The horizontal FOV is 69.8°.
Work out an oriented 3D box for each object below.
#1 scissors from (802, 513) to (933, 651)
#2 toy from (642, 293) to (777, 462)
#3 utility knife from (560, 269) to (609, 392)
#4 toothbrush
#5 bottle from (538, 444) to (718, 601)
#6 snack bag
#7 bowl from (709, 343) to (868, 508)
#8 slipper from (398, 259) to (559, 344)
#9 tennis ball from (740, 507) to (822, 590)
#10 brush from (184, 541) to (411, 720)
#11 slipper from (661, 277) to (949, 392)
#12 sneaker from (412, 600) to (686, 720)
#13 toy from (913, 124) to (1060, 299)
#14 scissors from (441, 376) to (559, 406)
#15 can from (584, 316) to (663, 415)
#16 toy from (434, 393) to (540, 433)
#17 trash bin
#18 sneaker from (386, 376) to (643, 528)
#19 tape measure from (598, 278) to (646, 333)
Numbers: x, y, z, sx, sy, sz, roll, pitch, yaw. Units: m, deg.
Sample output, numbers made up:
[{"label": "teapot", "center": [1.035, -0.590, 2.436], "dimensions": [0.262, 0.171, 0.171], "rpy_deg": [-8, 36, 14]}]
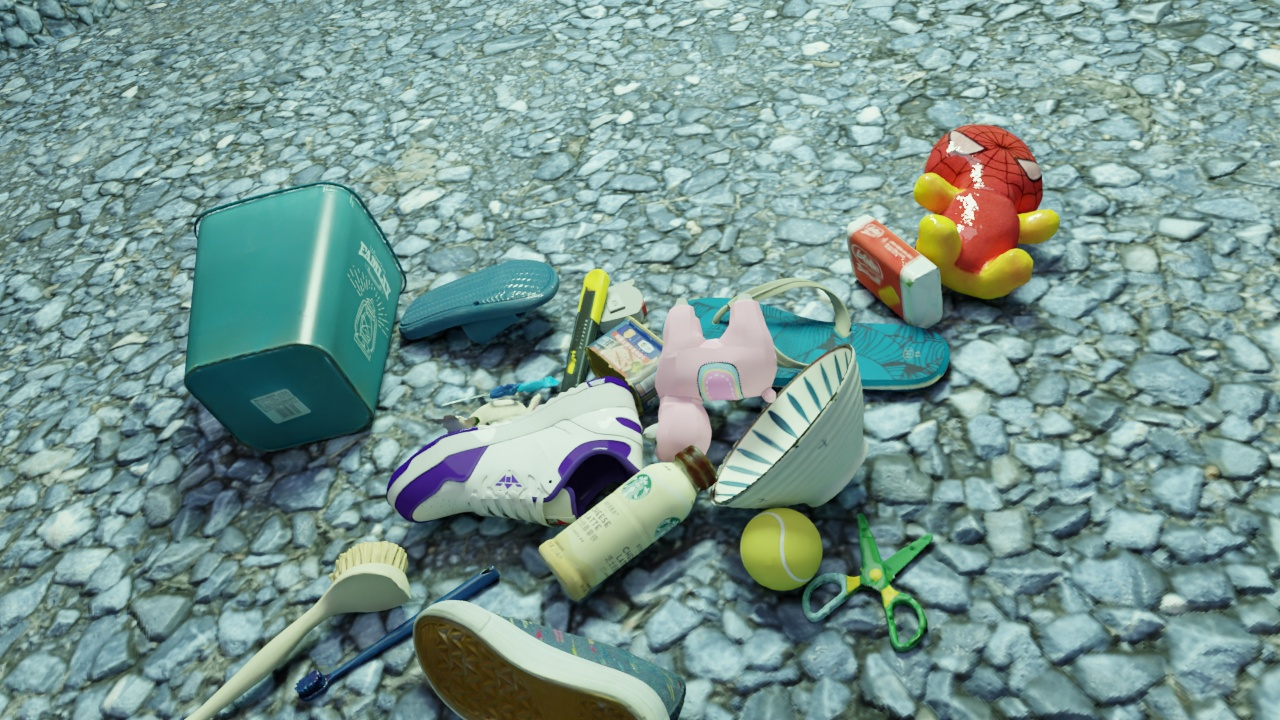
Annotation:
[{"label": "scissors", "center": [0.181, 0.175, 0.732], "dimensions": [0.128, 0.011, 0.125], "rpy_deg": [-10, 45, 6]}, {"label": "toy", "center": [0.064, 0.021, 0.849], "dimensions": [0.123, 0.067, 0.157], "rpy_deg": [-2, 78, 11]}, {"label": "utility knife", "center": [-0.061, -0.025, 0.985], "dimensions": [0.029, 0.020, 0.173], "rpy_deg": [-11, 54, 31]}, {"label": "toothbrush", "center": [-0.206, 0.230, 0.784], "dimensions": [0.189, 0.017, 0.016], "rpy_deg": [-31, 46, -15]}, {"label": "bottle", "center": [-0.007, 0.134, 0.783], "dimensions": [0.162, 0.056, 0.056], "rpy_deg": [-36, 47, -11]}, {"label": "snack bag", "center": [0.257, -0.089, 0.930], "dimensions": [0.036, 0.077, 0.116], "rpy_deg": [-30, 45, -6]}, {"label": "bowl", "center": [0.143, 0.074, 0.780], "dimensions": [0.071, 0.178, 0.176], "rpy_deg": [40, 58, -4]}, {"label": "slipper", "center": [-0.182, -0.063, 1.049], "dimensions": [0.214, 0.059, 0.103], "rpy_deg": [-11, 37, 26]}, {"label": "tennis ball", "center": [0.113, 0.151, 0.736], "dimensions": [0.065, 0.065, 0.065], "rpy_deg": [-8, 44, 8]}, {"label": "brush", "center": [-0.309, 0.251, 0.773], "dimensions": [0.271, 0.062, 0.077], "rpy_deg": [-38, 31, -16]}, {"label": "slipper", "center": [0.152, -0.025, 0.911], "dimensions": [0.295, 0.060, 0.118], "rpy_deg": [8, 51, 23]}, {"label": "sneaker", "center": [-0.071, 0.242, 0.706], "dimensions": [0.236, 0.087, 0.079], "rpy_deg": [11, 15, 30]}, {"label": "toy", "center": [0.351, -0.161, 0.954], "dimensions": [0.147, 0.099, 0.215], "rpy_deg": [29, 53, -5]}, {"label": "scissors", "center": [-0.138, 0.030, 0.926], "dimensions": [0.127, 0.014, 0.133], "rpy_deg": [-10, 1, -21]}, {"label": "can", "center": [-0.006, 0.005, 0.929], "dimensions": [0.059, 0.054, 0.100], "rpy_deg": [-35, 46, -18]}, {"label": "toy", "center": [-0.145, 0.063, 0.897], "dimensions": [0.087, 0.050, 0.112], "rpy_deg": [-22, 0, 43]}, {"label": "trash bin", "center": [-0.375, -0.039, 0.995], "dimensions": [0.199, 0.197, 0.218], "rpy_deg": [-14, 50, 5]}, {"label": "sneaker", "center": [-0.104, 0.112, 0.834], "dimensions": [0.244, 0.092, 0.111], "rpy_deg": [-23, 57, -2]}, {"label": "tape measure", "center": [-0.026, -0.061, 1.026], "dimensions": [0.060, 0.020, 0.062], "rpy_deg": [-20, 43, -4]}]
